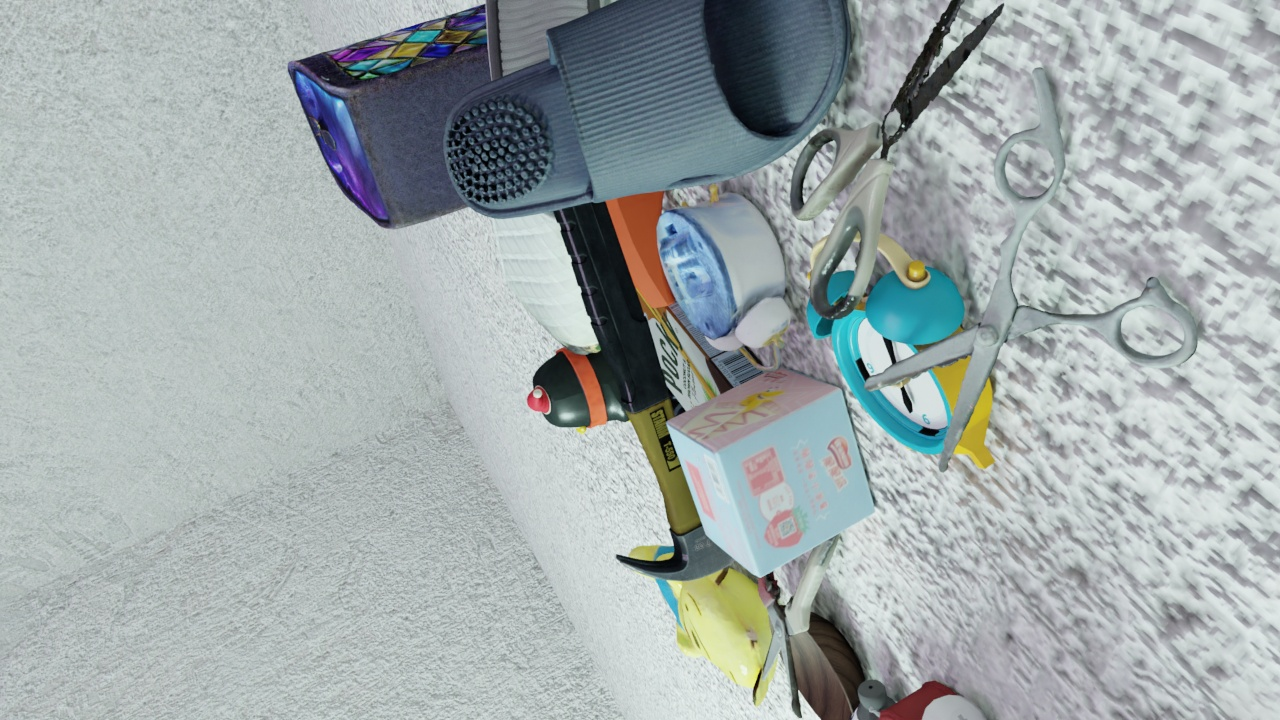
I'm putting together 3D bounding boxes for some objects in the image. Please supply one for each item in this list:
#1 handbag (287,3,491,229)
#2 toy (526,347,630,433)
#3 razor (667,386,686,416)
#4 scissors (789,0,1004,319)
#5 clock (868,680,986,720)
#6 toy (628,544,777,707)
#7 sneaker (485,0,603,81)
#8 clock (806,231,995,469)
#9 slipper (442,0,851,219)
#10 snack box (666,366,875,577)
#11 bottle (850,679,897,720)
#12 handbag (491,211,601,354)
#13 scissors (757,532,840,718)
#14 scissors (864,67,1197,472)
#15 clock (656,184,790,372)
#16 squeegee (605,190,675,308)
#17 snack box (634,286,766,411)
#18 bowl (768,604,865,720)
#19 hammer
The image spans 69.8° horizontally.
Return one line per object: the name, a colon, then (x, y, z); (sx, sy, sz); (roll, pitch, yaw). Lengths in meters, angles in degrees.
handbag: (-0.170, -0.216, 0.770); (0.222, 0.204, 0.126); (46, 155, 54)
toy: (-0.067, 0.030, 0.981); (0.097, 0.119, 0.100); (31, 140, 63)
razor: (0.022, 0.024, 0.810); (0.140, 0.052, 0.064); (59, 152, 24)
scissors: (0.102, -0.083, 0.391); (0.163, 0.012, 0.153); (-161, 75, -72)
clock: (0.202, 0.259, 0.600); (0.087, 0.044, 0.125); (63, 165, 6)
toy: (0.074, 0.249, 0.922); (0.149, 0.083, 0.214); (59, 163, -4)
sneaker: (-0.064, -0.282, 0.587); (0.128, 0.097, 0.263); (-93, -4, -66)
clock: (0.127, -0.007, 0.454); (0.129, 0.043, 0.099); (61, 165, -13)
slipper: (-0.023, -0.123, 0.469); (0.264, 0.082, 0.101); (-10, 105, 38)
snack box: (0.084, 0.069, 0.600); (0.079, 0.094, 0.093); (27, 140, 66)
bottle: (0.186, 0.290, 0.694); (0.047, 0.047, 0.112); (31, 143, 63)
handbag: (-0.081, -0.110, 0.905); (0.139, 0.072, 0.195); (45, 156, 28)
scissors: (0.117, 0.176, 0.721); (0.180, 0.015, 0.199); (128, 134, -60)
scissors: (0.141, -0.027, 0.364); (0.142, 0.014, 0.165); (1, 107, 50)
clock: (0.057, -0.048, 0.592); (0.125, 0.052, 0.089); (67, 163, -6)
squeegee: (-0.007, -0.127, 0.664); (0.249, 0.055, 0.185); (-146, 37, -67)
snack box: (0.046, 0.000, 0.731); (0.186, 0.031, 0.101); (53, 160, 35)
bowl: (0.153, 0.251, 0.763); (0.119, 0.032, 0.119); (56, 162, 29)
hammer: (-0.004, 0.003, 0.610); (0.025, 0.117, 0.333); (27, 139, 65)
